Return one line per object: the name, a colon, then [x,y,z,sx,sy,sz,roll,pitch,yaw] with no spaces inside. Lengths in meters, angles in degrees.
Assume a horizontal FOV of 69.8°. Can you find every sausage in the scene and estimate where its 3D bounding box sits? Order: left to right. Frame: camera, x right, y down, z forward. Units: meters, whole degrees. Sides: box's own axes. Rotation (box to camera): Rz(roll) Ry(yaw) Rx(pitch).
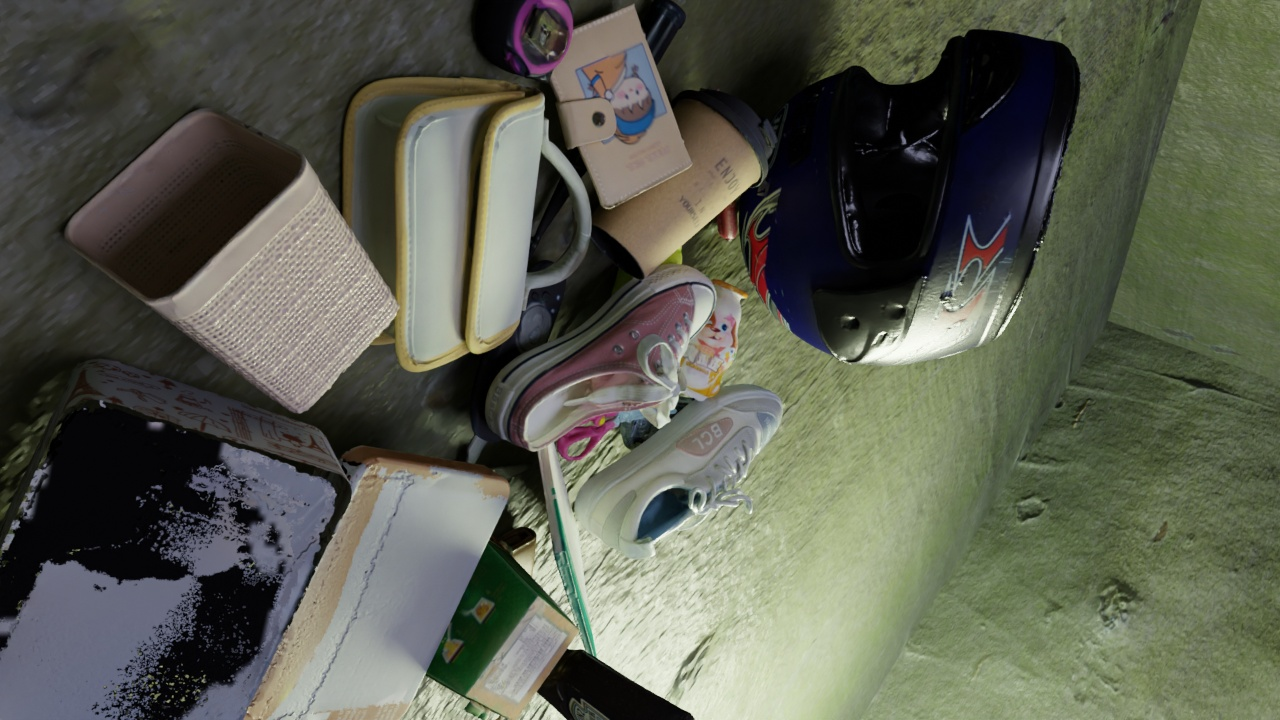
sausage: [0.073,-0.165,0.794,0.020,0.020,0.156,-43,144,-30]

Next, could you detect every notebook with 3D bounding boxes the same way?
notebook: [-0.059,0.143,0.730,0.012,0.150,0.209,-12,138,-4]

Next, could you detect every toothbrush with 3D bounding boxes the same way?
toothbrush: [-0.033,-0.157,0.640,0.027,0.026,0.212,32,87,-26]

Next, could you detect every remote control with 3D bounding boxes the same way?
remote control: [-0.091,-0.008,0.659,0.053,0.024,0.136,31,79,-59]

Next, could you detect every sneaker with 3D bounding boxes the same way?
sneaker: [-0.004,0.004,0.684,0.240,0.088,0.118,-34,144,-43]
sneaker: [0.060,0.101,0.843,0.241,0.091,0.090,-30,132,-29]

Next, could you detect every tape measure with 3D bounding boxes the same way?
tape measure: [-0.066,-0.197,0.543,0.057,0.039,0.057,11,104,-58]

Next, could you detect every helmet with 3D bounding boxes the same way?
helmet: [0.206,-0.136,0.789,0.316,0.240,0.246,82,18,-58]

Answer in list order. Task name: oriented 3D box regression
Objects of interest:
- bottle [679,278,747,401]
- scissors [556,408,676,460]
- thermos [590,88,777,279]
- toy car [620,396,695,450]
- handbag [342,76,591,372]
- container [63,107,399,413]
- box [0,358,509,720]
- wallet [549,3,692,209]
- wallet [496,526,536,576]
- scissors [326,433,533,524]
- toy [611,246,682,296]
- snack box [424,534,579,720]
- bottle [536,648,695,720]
bottle: [0.060,-0.020,0.844,0.063,0.063,0.108,21,95,-59]
scissors: [-0.017,0.056,0.808,0.137,0.017,0.073,-2,112,-41]
thermos: [0.028,-0.132,0.692,0.143,0.093,0.093,-48,147,-10]
toy car: [0.026,0.060,0.881,0.120,0.037,0.054,5,110,-49]
handbag: [-0.089,-0.086,0.564,0.178,0.063,0.164,-20,130,-44]
container: [-0.186,-0.042,0.440,0.089,0.090,0.111,-52,150,-19]
box: [-0.193,0.120,0.486,0.259,0.110,0.179,25,92,-34]
wallet: [-0.018,-0.167,0.611,0.087,0.024,0.115,-33,113,-28]
wallet: [-0.126,0.205,0.771,0.090,0.033,0.115,-22,130,-51]
scissors: [-0.155,0.103,0.662,0.234,0.022,0.220,-65,153,-2]
toy: [0.001,-0.056,0.760,0.096,0.031,0.100,-37,141,-33]
snack box: [-0.112,0.183,0.650,0.117,0.106,0.118,-53,146,-16]
bottle: [-0.045,0.253,0.705,0.043,0.195,0.080,-44,141,-35]
